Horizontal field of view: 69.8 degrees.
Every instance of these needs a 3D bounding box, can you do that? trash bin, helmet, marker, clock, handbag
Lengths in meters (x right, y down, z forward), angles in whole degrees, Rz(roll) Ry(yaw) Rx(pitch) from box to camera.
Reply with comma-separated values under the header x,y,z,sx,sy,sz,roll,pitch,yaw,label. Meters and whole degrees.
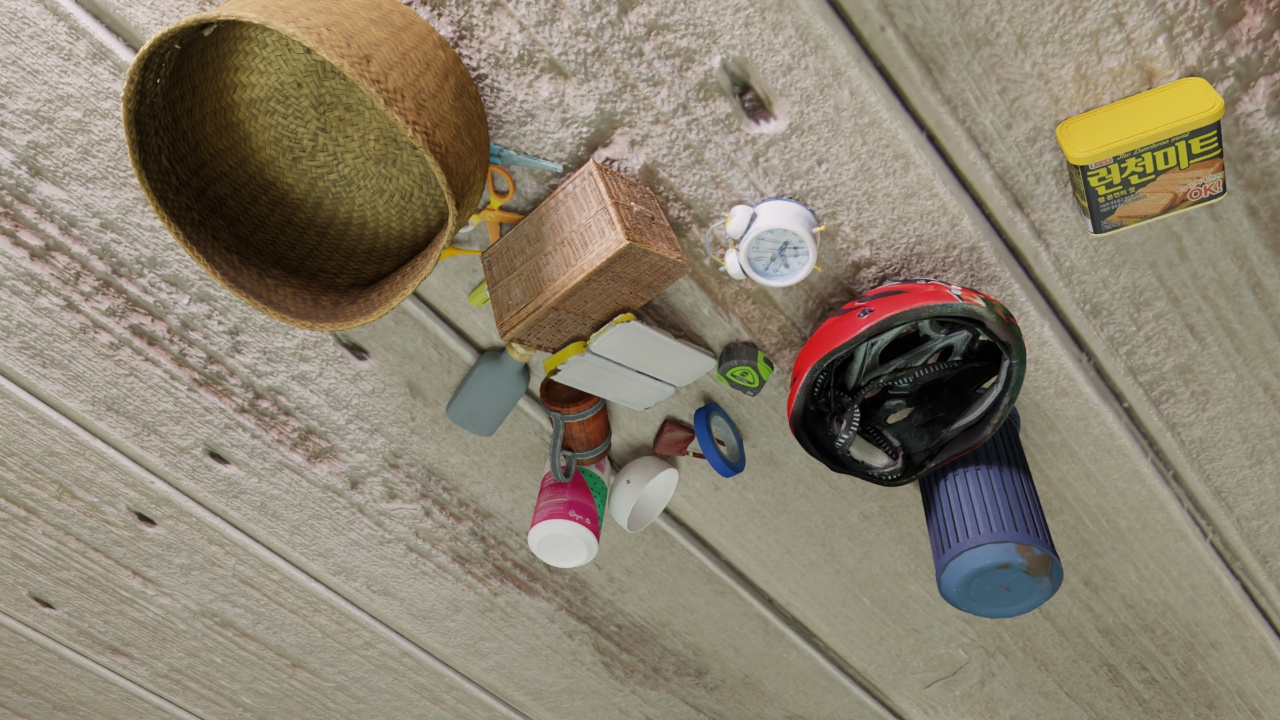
x,y,z,sx,sy,sz,roll,pitch,yaw,label
0.390,0.163,1.056,0.139,0.248,0.139,4,129,4,trash bin
0.284,0.016,1.003,0.217,0.166,0.273,35,125,-20,helmet
-0.153,-0.101,1.061,0.124,0.017,0.021,-36,117,29,marker
0.133,-0.125,0.985,0.125,0.051,0.089,3,130,9,clock
0.079,0.113,1.203,0.119,0.029,0.055,15,131,-11,handbag

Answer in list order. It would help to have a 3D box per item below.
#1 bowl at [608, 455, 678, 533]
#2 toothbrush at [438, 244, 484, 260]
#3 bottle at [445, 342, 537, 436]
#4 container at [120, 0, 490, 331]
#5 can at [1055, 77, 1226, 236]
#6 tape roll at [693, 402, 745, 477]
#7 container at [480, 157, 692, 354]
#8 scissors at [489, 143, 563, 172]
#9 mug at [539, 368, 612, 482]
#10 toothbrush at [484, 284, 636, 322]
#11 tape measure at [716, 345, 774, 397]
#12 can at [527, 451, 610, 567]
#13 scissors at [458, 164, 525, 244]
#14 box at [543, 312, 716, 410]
x,y,z,sx,sy,sz,roll,pitch,yaw,label
-0.002,0.172,1.217,0.054,0.104,0.105,34,136,28,bowl
-0.231,-0.125,1.041,0.197,0.031,0.031,4,132,7,toothbrush
-0.180,0.027,1.151,0.072,0.046,0.162,29,127,-16,bottle
-0.300,-0.206,0.876,0.307,0.196,0.308,5,130,6,container
0.478,-0.190,0.874,0.131,0.072,0.101,-17,127,20,can
0.099,0.099,1.144,0.016,0.091,0.093,-28,125,26,tape roll
-0.062,-0.103,0.964,0.199,0.112,0.113,-34,153,28,container
-0.148,-0.216,0.971,0.137,0.015,0.057,14,127,2,scissors
-0.084,0.083,1.142,0.081,0.117,0.111,10,136,22,mug
-0.092,-0.065,1.071,0.181,0.018,0.016,11,133,-12,toothbrush
0.125,0.008,1.104,0.065,0.035,0.059,24,137,-16,tape measure
-0.089,0.181,1.187,0.088,0.165,0.088,4,129,4,can
-0.167,-0.163,1.013,0.128,0.011,0.125,7,135,6,scissors
-0.006,0.006,1.059,0.127,0.023,0.209,-29,152,24,box
